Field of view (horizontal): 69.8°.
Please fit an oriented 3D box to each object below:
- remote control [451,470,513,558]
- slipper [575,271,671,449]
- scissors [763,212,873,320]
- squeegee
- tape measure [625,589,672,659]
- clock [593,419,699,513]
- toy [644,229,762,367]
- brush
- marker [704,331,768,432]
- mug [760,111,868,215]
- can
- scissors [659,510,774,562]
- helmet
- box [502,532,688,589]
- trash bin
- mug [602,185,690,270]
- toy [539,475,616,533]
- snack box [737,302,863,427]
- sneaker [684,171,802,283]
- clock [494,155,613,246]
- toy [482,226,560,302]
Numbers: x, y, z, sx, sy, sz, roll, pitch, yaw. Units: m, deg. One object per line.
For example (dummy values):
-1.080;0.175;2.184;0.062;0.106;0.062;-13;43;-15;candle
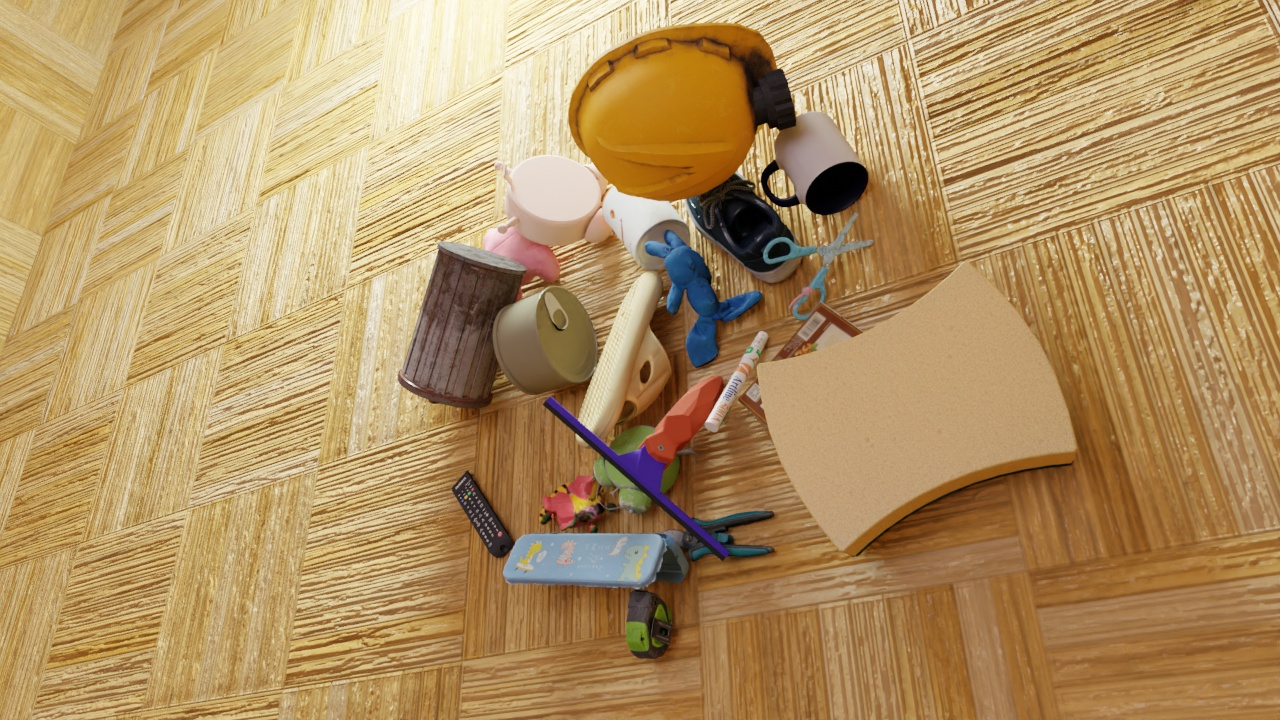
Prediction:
-0.208;0.198;1.199;0.033;0.015;0.147;-48;48;5;remote control
-0.007;0.007;1.117;0.112;0.079;0.260;-42;25;52;slipper
0.193;-0.119;1.031;0.138;0.119;0.015;-59;17;0;scissors
0.044;0.071;1.012;0.184;0.249;0.055;-45;-6;-43;squeegee
0.012;0.281;0.967;0.036;0.058;0.065;-8;60;32;tape measure
-0.003;0.124;1.063;0.119;0.042;0.094;-47;47;-5;clock
0.070;-0.092;1.106;0.112;0.071;0.176;-28;74;-10;toy
0.253;0.049;0.861;0.250;0.075;0.195;-27;66;14;brush
0.110;0.021;1.028;0.017;0.017;0.145;4;47;37;marker
0.197;-0.225;1.084;0.112;0.078;0.096;-28;52;10;mug
-0.121;-0.024;1.180;0.073;0.127;0.127;-18;57;30;can
0.081;0.194;0.990;0.131;0.019;0.149;-50;49;3;scissors
0.048;-0.260;1.052;0.255;0.205;0.131;-15;53;7;helmet
-0.055;0.233;1.014;0.211;0.072;0.078;-7;30;33;box
-0.241;-0.041;1.237;0.131;0.130;0.211;29;106;42;trash bin
0.007;-0.181;1.200;0.082;0.082;0.105;-41;51;11;mug
-0.080;0.173;1.098;0.104;0.046;0.084;-1;48;45;toy
0.200;0.034;0.974;0.143;0.041;0.147;-50;48;4;snack box
0.110;-0.184;1.123;0.089;0.087;0.235;-44;48;7;sneaker
-0.118;-0.230;1.274;0.086;0.160;0.131;121;148;-51;clock
-0.220;-0.125;1.333;0.213;0.084;0.141;-31;56;18;toy
